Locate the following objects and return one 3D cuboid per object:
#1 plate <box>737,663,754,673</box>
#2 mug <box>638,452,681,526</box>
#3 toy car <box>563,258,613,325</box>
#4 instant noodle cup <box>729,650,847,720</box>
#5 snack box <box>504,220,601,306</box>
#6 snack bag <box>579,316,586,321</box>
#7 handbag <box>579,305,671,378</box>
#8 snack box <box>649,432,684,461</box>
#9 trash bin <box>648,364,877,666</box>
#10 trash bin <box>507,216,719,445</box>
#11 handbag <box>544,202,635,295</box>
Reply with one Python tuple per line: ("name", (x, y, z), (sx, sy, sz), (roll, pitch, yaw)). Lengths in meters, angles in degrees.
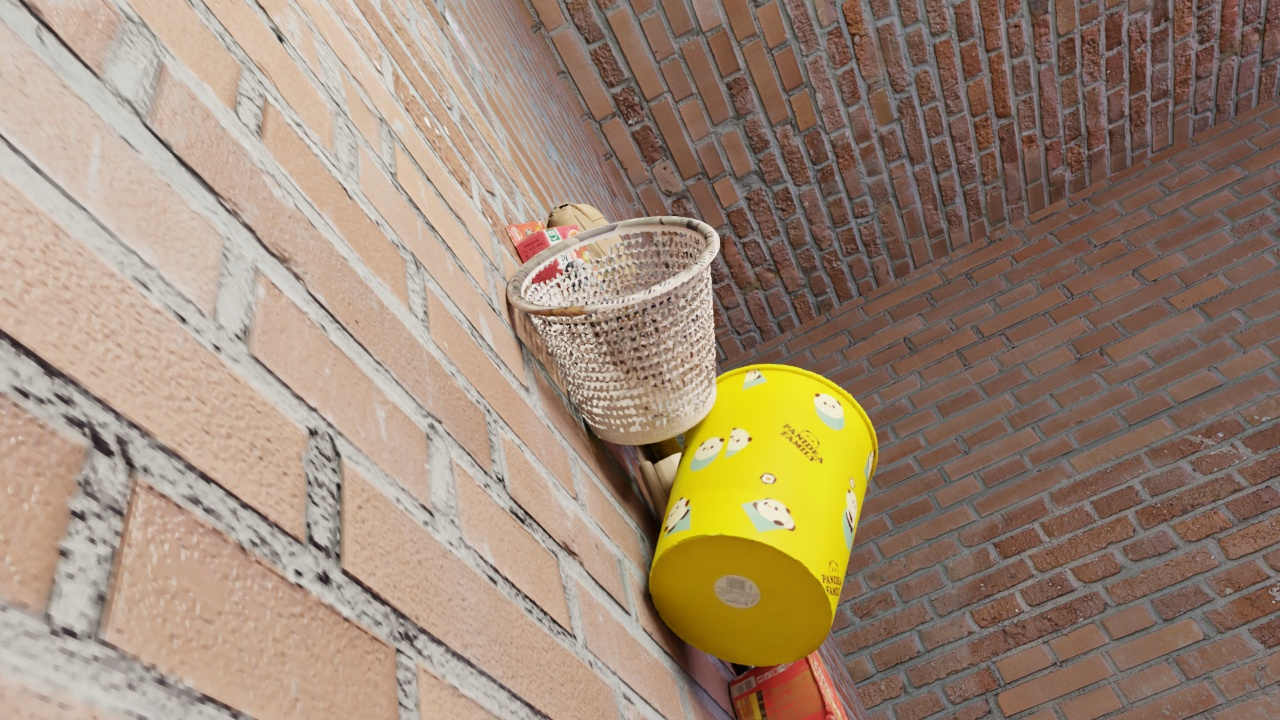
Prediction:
("plate", (0.136, 0.380, 1.259), (0.179, 0.024, 0.179), (-24, 89, -83))
("mug", (0.050, 0.176, 1.163), (0.124, 0.084, 0.103), (12, 49, -57))
("toy car", (-0.058, -0.080, 1.087), (0.090, 0.034, 0.042), (59, 27, -15))
("instant noodle cup", (0.176, 0.411, 1.092), (0.138, 0.109, 0.137), (62, 8, -16))
("snack box", (-0.100, -0.123, 1.141), (0.127, 0.044, 0.113), (64, 21, -4))
("snack bag", (-0.098, -0.095, 1.219), (0.105, 0.026, 0.045), (63, 1, -15))
("handbag", (-0.007, 0.007, 1.202), (0.145, 0.098, 0.196), (47, 12, -11))
("snack box", (0.087, 0.141, 1.302), (0.210, 0.070, 0.158), (62, -21, -7))
("trash bin", (0.129, 0.168, 0.991), (0.230, 0.230, 0.254), (61, 31, -23))
("trash bin", (-0.008, -0.025, 0.993), (0.227, 0.227, 0.192), (-101, 176, -62))
("handbag", (-0.077, -0.154, 1.321), (0.148, 0.100, 0.204), (56, 8, -5))
